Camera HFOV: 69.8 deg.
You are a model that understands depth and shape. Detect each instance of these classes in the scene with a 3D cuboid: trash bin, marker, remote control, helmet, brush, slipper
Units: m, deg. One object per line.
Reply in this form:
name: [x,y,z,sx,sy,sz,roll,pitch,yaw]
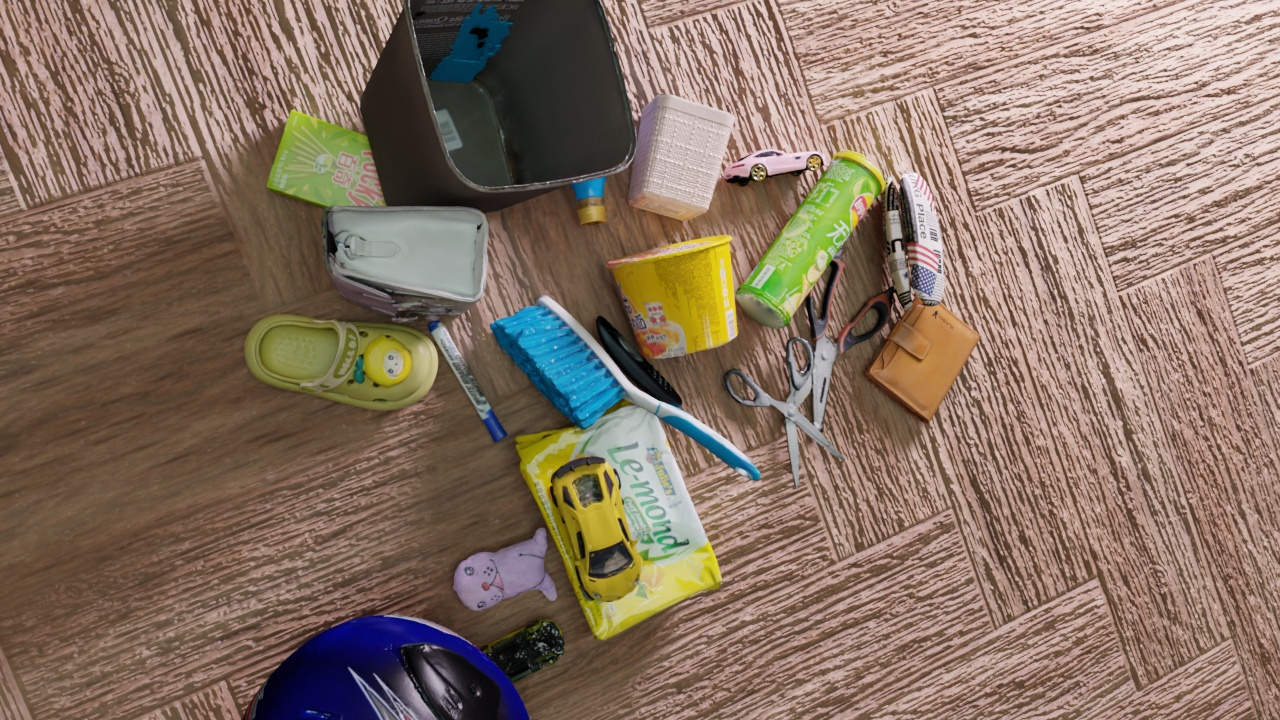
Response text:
trash bin: [-0.152,-0.238,0.877,0.198,0.220,0.198,-16,94,-33]
marker: [-0.186,0.022,0.985,0.017,0.017,0.146,-31,96,-14]
remote control: [-0.006,0.006,1.017,0.024,0.053,0.136,-42,99,13]
helmet: [-0.211,0.382,0.850,0.315,0.239,0.248,42,117,-3]
brush: [-0.021,0.039,0.950,0.109,0.061,0.314,-36,68,-23]
slipper: [-0.302,0.001,0.923,0.190,0.082,0.091,9,89,-12]

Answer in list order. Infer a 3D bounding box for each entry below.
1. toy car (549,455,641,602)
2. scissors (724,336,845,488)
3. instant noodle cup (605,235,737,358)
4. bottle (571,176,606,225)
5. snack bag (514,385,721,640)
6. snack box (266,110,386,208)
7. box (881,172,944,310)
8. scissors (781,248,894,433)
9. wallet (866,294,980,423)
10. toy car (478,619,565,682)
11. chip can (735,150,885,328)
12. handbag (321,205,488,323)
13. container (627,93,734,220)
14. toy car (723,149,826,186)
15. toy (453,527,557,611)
toy car: [-0.042,0.173,0.937,0.071,0.041,0.156,-16,92,-14]
scissors: [0.171,0.058,1.070,0.159,0.014,0.181,10,89,-5]
instant noodle cup: [0.042,-0.068,0.994,0.138,0.138,0.110,-16,102,-15]
bottle: [-0.065,-0.258,1.000,0.065,0.065,0.218,-7,91,-15]
snack bag: [-0.025,0.169,0.997,0.158,0.068,0.246,-23,94,-14]
snack box: [-0.297,-0.192,0.956,0.156,0.026,0.085,18,85,-14]
box: [0.329,-0.143,1.081,0.081,0.075,0.163,-6,82,18]
scissors: [0.230,-0.026,1.097,0.221,0.015,0.189,-27,96,-14]
wallet: [0.345,-0.006,1.121,0.108,0.031,0.131,38,78,-13]
toy car: [-0.132,0.314,0.984,0.105,0.032,0.048,-26,95,-3]
chip can: [0.195,-0.137,1.061,0.072,0.073,0.221,39,80,-11]
handbag: [-0.226,-0.090,0.884,0.145,0.197,0.098,6,86,-14]
container: [0.040,-0.220,1.015,0.090,0.090,0.111,14,88,-14]
toy car: [0.156,-0.227,1.063,0.122,0.056,0.037,-12,99,-15]
toy: [-0.146,0.231,0.979,0.108,0.039,0.084,-14,101,-16]
